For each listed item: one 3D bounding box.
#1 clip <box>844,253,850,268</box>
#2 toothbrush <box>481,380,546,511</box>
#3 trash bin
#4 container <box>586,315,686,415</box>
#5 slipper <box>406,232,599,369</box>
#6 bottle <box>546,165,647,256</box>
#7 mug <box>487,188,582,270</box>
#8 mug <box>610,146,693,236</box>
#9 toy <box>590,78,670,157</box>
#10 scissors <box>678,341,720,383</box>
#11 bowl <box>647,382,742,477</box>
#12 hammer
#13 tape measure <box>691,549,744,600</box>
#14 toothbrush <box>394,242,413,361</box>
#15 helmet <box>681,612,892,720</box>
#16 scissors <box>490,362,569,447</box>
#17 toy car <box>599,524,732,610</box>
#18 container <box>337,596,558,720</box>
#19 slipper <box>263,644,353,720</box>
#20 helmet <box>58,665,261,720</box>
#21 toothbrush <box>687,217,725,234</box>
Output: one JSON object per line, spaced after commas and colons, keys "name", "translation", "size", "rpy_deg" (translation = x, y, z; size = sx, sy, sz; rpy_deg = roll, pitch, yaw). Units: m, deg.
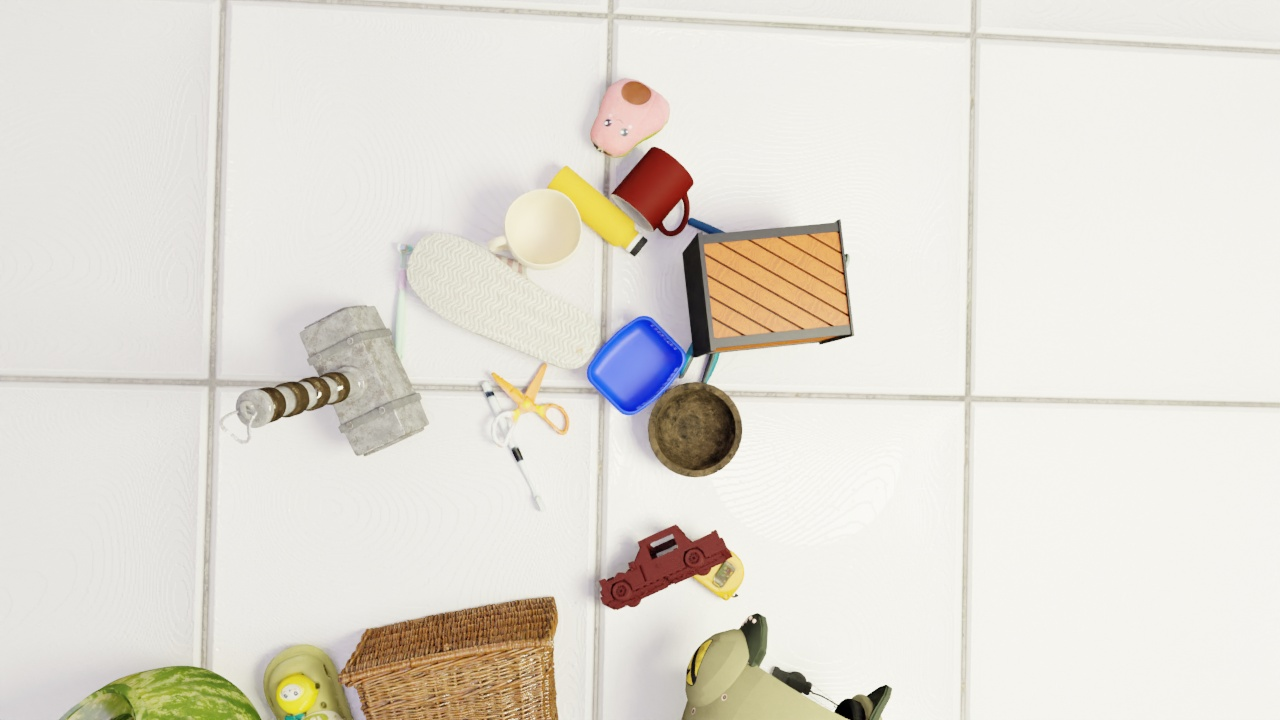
{"name": "clip", "translation": [0.251, -0.128, 1.203], "size": [0.044, 0.076, 0.023], "rpy_deg": [10, 88, -5]}
{"name": "toothbrush", "translation": [-0.164, 0.112, 1.196], "size": [0.012, 0.017, 0.187], "rpy_deg": [-25, 91, -18]}
{"name": "trash bin", "translation": [0.153, -0.085, 1.145], "size": [0.172, 0.140, 0.139], "rpy_deg": [-6, 87, -5]}
{"name": "container", "translation": [-0.007, 0.007, 1.189], "size": [0.114, 0.058, 0.096], "rpy_deg": [-45, 93, -4]}
{"name": "slipper", "translation": [-0.174, -0.076, 1.181], "size": [0.263, 0.052, 0.115], "rpy_deg": [29, 85, 0]}
{"name": "bottle", "translation": [-0.054, -0.192, 1.196], "size": [0.143, 0.043, 0.043], "rpy_deg": [39, 86, -3]}
{"name": "mug", "translation": [-0.135, -0.158, 1.160], "size": [0.120, 0.100, 0.096], "rpy_deg": [-17, 92, -6]}
{"name": "mug", "translation": [0.026, -0.212, 1.194], "size": [0.105, 0.073, 0.082], "rpy_deg": [42, 86, -26]}
{"name": "toy", "translation": [-0.018, -0.312, 1.196], "size": [0.090, 0.051, 0.110], "rpy_deg": [33, 87, -2]}
{"name": "scissors", "translation": [0.090, -0.036, 1.217], "size": [0.146, 0.019, 0.133], "rpy_deg": [-20, 92, -4]}
{"name": "bowl", "translation": [0.068, 0.089, 1.195], "size": [0.121, 0.056, 0.121], "rpy_deg": [0, 89, -5]}
{"name": "hammer", "translation": [-0.364, 0.035, 1.030], "size": [0.079, 0.325, 0.177], "rpy_deg": [-24, 91, 13]}
{"name": "tape measure", "translation": [0.108, 0.278, 1.209], "size": [0.068, 0.030, 0.059], "rpy_deg": [37, 88, -4]}
{"name": "toothbrush", "translation": [-0.309, -0.075, 1.188], "size": [0.022, 0.015, 0.154], "rpy_deg": [3, 88, -39]}
{"name": "helmet", "translation": [0.152, 0.438, 1.086], "size": [0.250, 0.256, 0.232], "rpy_deg": [29, 83, -2]}
{"name": "scissors", "translation": [-0.151, 0.062, 1.193], "size": [0.125, 0.011, 0.131], "rpy_deg": [43, 74, -6]}
{"name": "toy car", "translation": [0.027, 0.259, 1.176], "size": [0.170, 0.070, 0.061], "rpy_deg": [-25, 63, 4]}
{"name": "container", "translation": [-0.211, 0.414, 1.120], "size": [0.250, 0.162, 0.183], "rpy_deg": [-10, 94, -4]}
{"name": "slipper", "translation": [-0.410, 0.452, 1.141], "size": [0.091, 0.081, 0.190], "rpy_deg": [-24, 94, -2]}
{"name": "helmet", "translation": [-0.543, 0.476, 1.051], "size": [0.213, 0.247, 0.242], "rpy_deg": [-16, 48, 12]}
{"name": "toothbrush", "translation": [0.140, -0.153, 1.225], "size": [0.167, 0.014, 0.014], "rpy_deg": [25, 90, -3]}
